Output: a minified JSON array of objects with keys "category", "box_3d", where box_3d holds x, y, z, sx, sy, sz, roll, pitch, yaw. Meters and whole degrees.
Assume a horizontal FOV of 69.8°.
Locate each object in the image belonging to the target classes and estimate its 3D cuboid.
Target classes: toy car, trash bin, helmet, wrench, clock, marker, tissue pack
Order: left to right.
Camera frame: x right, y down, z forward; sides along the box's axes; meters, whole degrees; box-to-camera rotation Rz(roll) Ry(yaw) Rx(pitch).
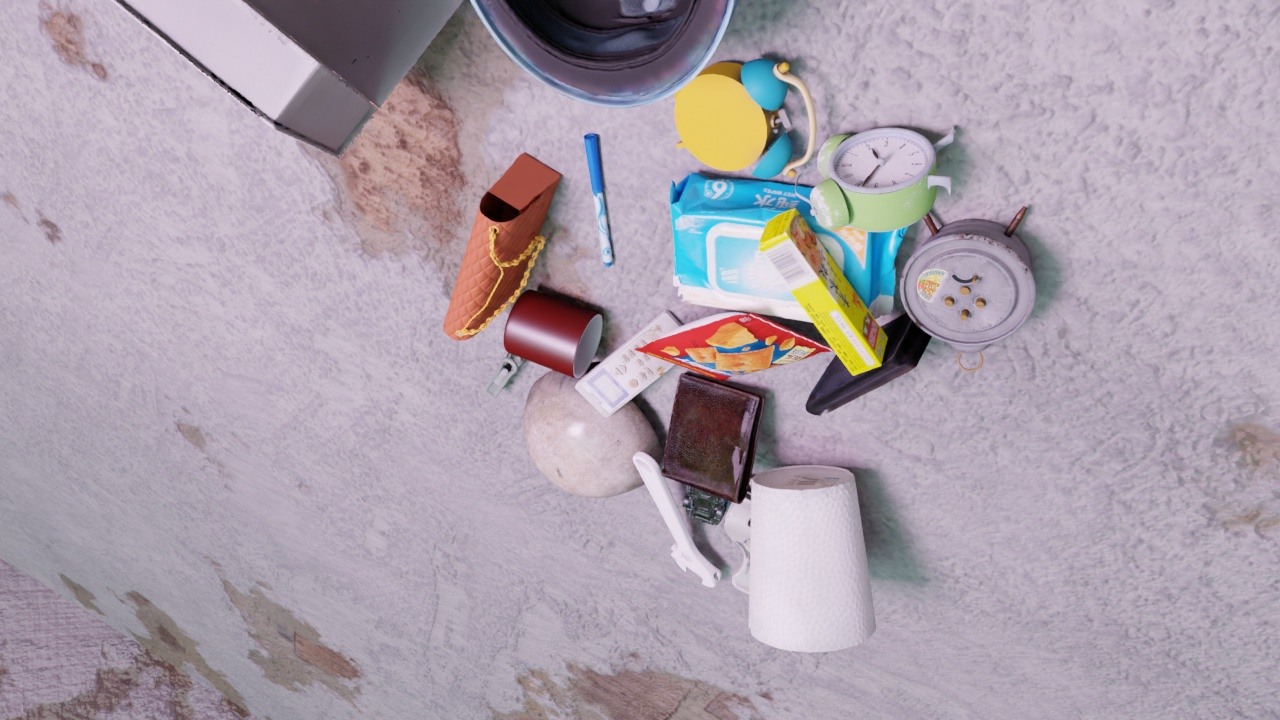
[{"category":"marker","box_3d":[-0.039,-0.150,0.883,0.013,0.013,0.142,11,132,22]},{"category":"helmet","box_3d":[-0.017,-0.313,0.614,0.226,0.166,0.266,8,129,27]},{"category":"wrench","box_3d":[0.041,0.193,1.093,0.066,0.018,0.273,22,150,36]},{"category":"toy car","box_3d":[0.078,0.137,1.047,0.056,0.043,0.120,17,136,16]},{"category":"clock","box_3d":[0.083,-0.198,0.752,0.130,0.043,0.099,13,133,30]},{"category":"tissue pack","box_3d":[0.125,-0.095,0.802,0.209,0.065,0.117,10,132,20]},{"category":"trash bin","box_3d":[0.174,0.199,0.956,0.133,0.133,0.161,-1,98,30]},{"category":"clock","box_3d":[0.180,-0.140,0.711,0.119,0.094,0.042,3,139,21]},{"category":"clock","box_3d":[0.272,-0.053,0.759,0.104,0.056,0.148,5,128,27]}]

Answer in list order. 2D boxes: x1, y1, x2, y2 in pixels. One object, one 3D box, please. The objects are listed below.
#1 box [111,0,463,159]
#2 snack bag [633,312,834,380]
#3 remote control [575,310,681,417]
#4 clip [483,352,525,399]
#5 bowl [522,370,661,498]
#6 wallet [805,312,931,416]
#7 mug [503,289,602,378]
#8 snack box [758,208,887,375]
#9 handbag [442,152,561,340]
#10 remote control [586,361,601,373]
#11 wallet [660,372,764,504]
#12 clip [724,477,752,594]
[{"category":"box","box_3d":[-0.234,-0.326,0.753,0.167,0.379,0.172,39,153,-6]},{"category":"snack bag","box_3d":[0.090,-0.013,0.878,0.130,0.039,0.144,19,155,-41]},{"category":"remote control","box_3d":[-0.006,0.006,0.968,0.136,0.011,0.050,-39,104,23]},{"category":"clip","box_3d":[-0.161,0.015,1.088,0.023,0.045,0.076,36,135,-5]},{"category":"bowl","box_3d":[-0.072,0.101,1.065,0.178,0.081,0.179,21,136,21]},{"category":"wallet","box_3d":[0.204,0.001,0.821,0.026,0.089,0.115,49,134,-6]},{"category":"mug","box_3d":[-0.091,-0.023,0.992,0.082,0.073,0.106,20,164,13]},{"category":"snack box","box_3d":[0.151,-0.054,0.750,0.029,0.040,0.148,-23,118,37]},{"category":"handbag","box_3d":[-0.139,-0.103,0.912,0.060,0.108,0.172,32,137,2]},{"category":"remote control","box_3d":[-0.023,0.058,1.060,0.030,0.009,0.140,-5,125,33]},{"category":"wallet","box_3d":[0.076,0.081,0.970,0.099,0.031,0.120,16,105,31]},{"category":"clip","box_3d":[0.155,0.209,1.060,0.125,0.075,0.144,25,126,12]}]
